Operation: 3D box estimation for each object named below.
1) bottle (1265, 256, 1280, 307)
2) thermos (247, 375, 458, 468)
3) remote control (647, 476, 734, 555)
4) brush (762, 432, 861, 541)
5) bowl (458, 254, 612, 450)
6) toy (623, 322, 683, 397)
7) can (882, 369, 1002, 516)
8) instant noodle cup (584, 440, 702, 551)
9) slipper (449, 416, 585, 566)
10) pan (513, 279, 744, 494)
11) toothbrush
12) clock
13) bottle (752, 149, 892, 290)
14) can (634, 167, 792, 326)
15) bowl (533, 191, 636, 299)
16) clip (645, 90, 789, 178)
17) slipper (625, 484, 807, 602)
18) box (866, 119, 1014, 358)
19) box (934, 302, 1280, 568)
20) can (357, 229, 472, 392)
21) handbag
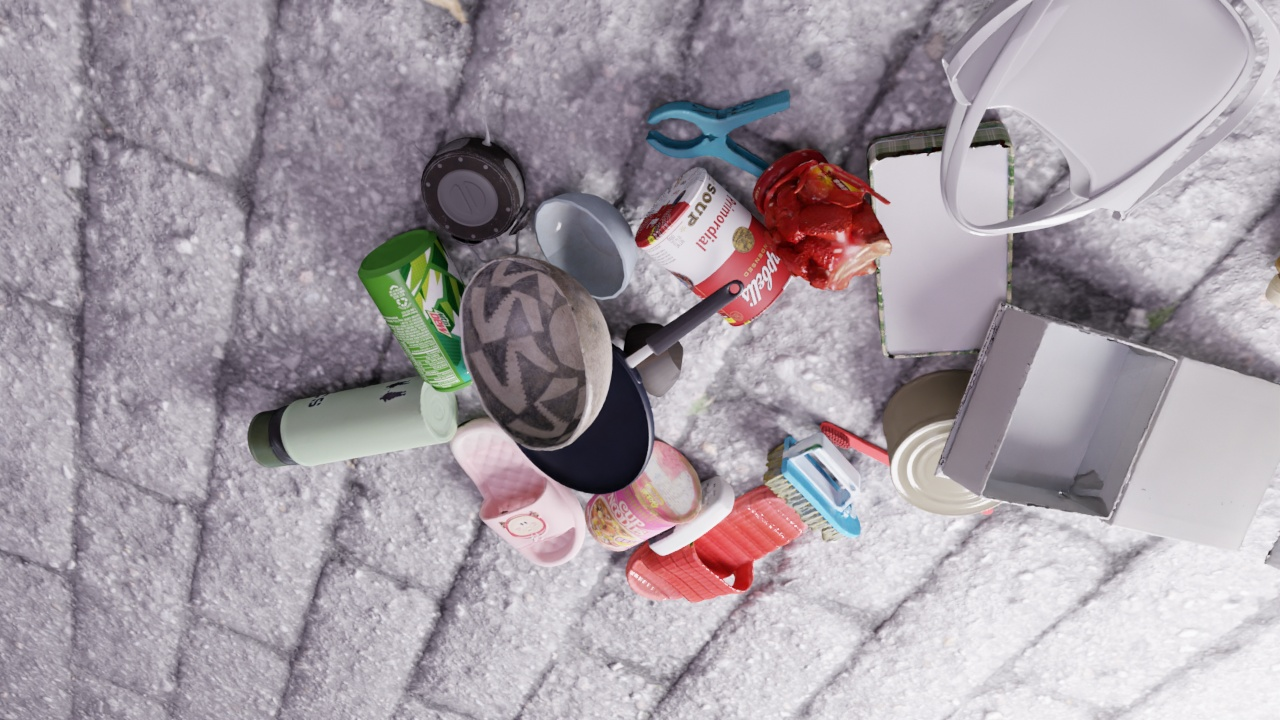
[{"bbox_3d":[0.542,-0.115,0.717,0.060,0.059,0.166,7,127,6],"label":"bottle"},{"bbox_3d":[-0.317,0.073,1.004,0.232,0.082,0.082,-11,122,17],"label":"thermos"},{"bbox_3d":[0.055,0.171,1.013,0.028,0.060,0.115,40,122,-21],"label":"remote control"},{"bbox_3d":[0.197,0.138,0.966,0.076,0.055,0.136,-29,116,33],"label":"brush"},{"bbox_3d":[-0.081,-0.012,0.832,0.179,0.081,0.178,17,114,42],"label":"bowl"},{"bbox_3d":[-0.006,0.006,0.910,0.100,0.062,0.076,-25,80,27],"label":"toy"},{"bbox_3d":[0.304,0.082,0.894,0.128,0.073,0.128,5,126,7],"label":"can"},{"bbox_3d":[-0.004,0.155,0.999,0.097,0.097,0.109,35,131,-15],"label":"instant noodle cup"},{"bbox_3d":[-0.138,0.153,1.041,0.107,0.055,0.222,-18,119,20],"label":"slipper"},{"bbox_3d":[-0.022,0.011,0.875,0.358,0.021,0.199,-35,91,43],"label":"pan"},{"bbox_3d":[0.280,0.117,0.959,0.212,0.017,0.012,26,126,-9],"label":"toothbrush"},{"bbox_3d":[-0.148,-0.151,0.830,0.091,0.043,0.123,-12,122,18],"label":"clock"},{"bbox_3d":[0.147,-0.115,0.746,0.099,0.111,0.099,-20,151,-12],"label":"bottle"},{"bbox_3d":[0.066,-0.098,0.802,0.116,0.086,0.087,39,123,-18],"label":"can"},{"bbox_3d":[-0.043,-0.109,0.829,0.106,0.039,0.106,29,145,23],"label":"bowl"},{"bbox_3d":[0.064,-0.184,0.781,0.119,0.026,0.103,8,124,4],"label":"clip"},{"bbox_3d":[0.086,0.225,1.049,0.249,0.059,0.103,-33,113,27],"label":"slipper"},{"bbox_3d":[0.258,-0.098,0.791,0.118,0.050,0.206,-4,124,17],"label":"box"},{"bbox_3d":[0.458,0.075,0.821,0.368,0.098,0.166,13,103,-16],"label":"box"},{"bbox_3d":[-0.203,-0.047,0.891,0.083,0.082,0.144,-13,122,19],"label":"can"},{"bbox_3d":[0.321,-0.177,0.668,0.216,0.095,0.223,33,109,-13],"label":"handbag"}]
